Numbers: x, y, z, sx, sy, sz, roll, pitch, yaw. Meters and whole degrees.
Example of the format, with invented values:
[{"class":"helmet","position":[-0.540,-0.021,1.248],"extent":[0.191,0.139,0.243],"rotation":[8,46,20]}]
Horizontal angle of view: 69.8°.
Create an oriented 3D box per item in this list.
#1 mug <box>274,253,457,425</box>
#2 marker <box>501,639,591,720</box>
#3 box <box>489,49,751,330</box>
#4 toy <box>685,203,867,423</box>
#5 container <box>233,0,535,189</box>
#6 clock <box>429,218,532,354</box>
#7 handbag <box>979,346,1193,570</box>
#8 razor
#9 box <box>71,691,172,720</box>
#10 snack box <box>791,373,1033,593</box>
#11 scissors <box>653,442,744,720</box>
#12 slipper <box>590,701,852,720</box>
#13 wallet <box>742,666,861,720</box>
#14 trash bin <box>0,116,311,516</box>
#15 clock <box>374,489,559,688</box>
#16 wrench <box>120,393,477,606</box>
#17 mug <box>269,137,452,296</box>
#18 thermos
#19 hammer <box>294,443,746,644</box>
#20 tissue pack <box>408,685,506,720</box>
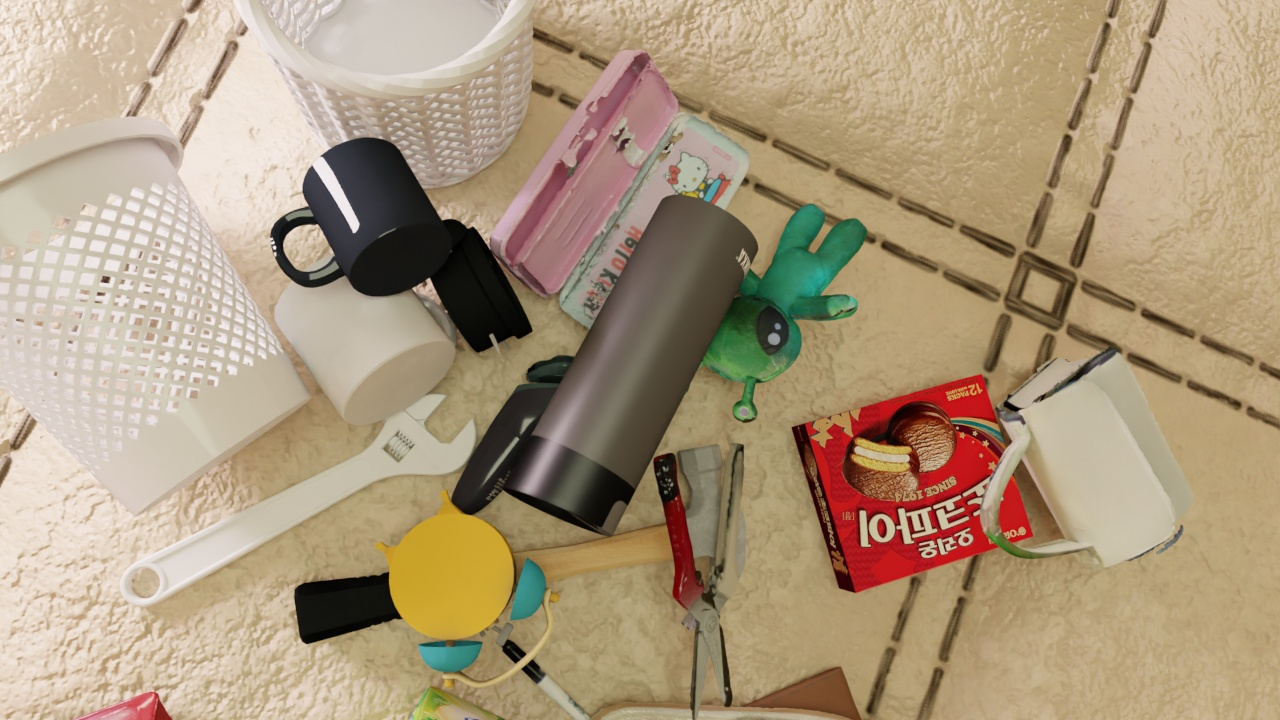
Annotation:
[{"class":"mug","position":[-0.185,-0.021,0.661],"extent":[0.090,0.091,0.121],"rotation":[51,36,15]},{"class":"marker","position":[-0.048,0.261,0.681],"extent":[0.152,0.011,0.011],"rotation":[44,79,0]},{"class":"box","position":[-0.017,-0.126,0.725],"extent":[0.153,0.067,0.201],"rotation":[39,77,-29]},{"class":"toy","position":[0.105,-0.040,0.718],"extent":[0.131,0.072,0.193],"rotation":[27,72,36]},{"class":"container","position":[-0.168,-0.238,0.645],"extent":[0.189,0.187,0.189],"rotation":[1,82,-8]},{"class":"clock","position":[-0.126,-0.061,0.677],"extent":[0.042,0.091,0.120],"rotation":[-29,93,-1]},{"class":"handbag","position":[0.332,0.090,0.701],"extent":[0.175,0.074,0.151],"rotation":[-29,92,-24]},{"class":"razor","position":[-0.091,0.056,0.690],"extent":[0.052,0.047,0.142],"rotation":[32,81,22]},{"class":"box","position":[-0.365,0.349,0.590],"extent":[0.156,0.156,0.170],"rotation":[-18,112,-10]},{"class":"snack box","position":[0.214,0.095,0.727],"extent":[0.152,0.036,0.132],"rotation":[-15,84,-10]},{"class":"scissors","position":[0.046,0.145,0.655],"extent":[0.185,0.015,0.178],"rotation":[50,58,-29]},{"class":"slipper","position":[0.086,0.309,0.659],"extent":[0.263,0.052,0.115],"rotation":[11,81,-3]},{"class":"wallet","position":[0.136,0.306,0.698],"extent":[0.087,0.013,0.121],"rotation":[-19,85,-10]},{"class":"trash bin","position":[-0.334,-0.018,0.603],"extent":[0.195,0.196,0.199],"rotation":[-36,98,-11]},{"class":"clock","position":[-0.121,0.159,0.634],"extent":[0.099,0.044,0.129],"rotation":[-38,83,-9]},{"class":"wrench","position":[-0.247,0.104,0.673],"extent":[0.273,0.018,0.066],"rotation":[-28,87,-10]},{"class":"mug","position":[-0.188,-0.087,0.602],"extent":[0.105,0.071,0.077],"rotation":[-27,69,-15]},{"class":"thermos","position":[-0.004,0.004,0.654],"extent":[0.082,0.082,0.240],"rotation":[29,75,-3]},{"class":"hammer","position":[-0.082,0.154,0.679],"extent":[0.328,0.039,0.131],"rotation":[-10,85,-9]},{"class":"tissue pack","position":[-0.125,0.303,0.570],"extent":[0.120,0.198,0.141],"rotation":[25,77,3]}]
